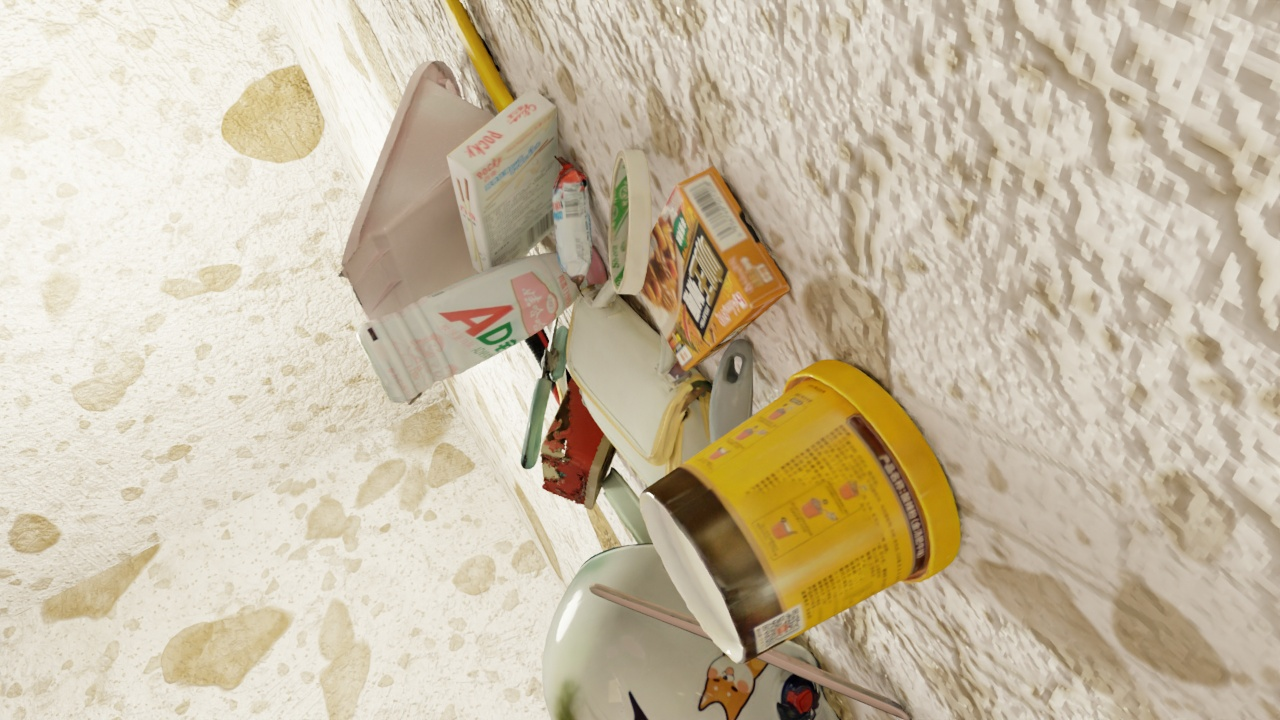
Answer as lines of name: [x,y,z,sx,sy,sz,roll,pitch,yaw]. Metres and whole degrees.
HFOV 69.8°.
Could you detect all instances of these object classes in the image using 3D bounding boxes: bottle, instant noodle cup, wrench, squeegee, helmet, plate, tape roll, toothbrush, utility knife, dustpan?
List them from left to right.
dustpan: [-0.202,-0.131,0.835,0.139,0.272,0.223,30,151,17]
utility knife: [-0.131,-0.251,0.735,0.209,0.015,0.033,62,166,-9]
bottle: [-0.121,-0.038,0.726,0.068,0.196,0.068,56,165,24]
wrench: [-0.103,0.017,1.065,0.016,0.056,0.273,-37,76,56]
toothbrush: [-0.087,0.059,1.022,0.016,0.018,0.191,-6,90,47]
tape roll: [-0.007,-0.083,0.551,0.086,0.014,0.086,180,91,-80]
helmet: [0.024,0.292,0.753,0.274,0.156,0.231,51,139,-2]
plate: [0.030,0.205,0.904,0.230,0.027,0.230,53,173,9]
squeegee: [0.056,0.104,0.584,0.248,0.040,0.250,14,121,29]
instant noodle cup: [0.071,0.077,0.447,0.118,0.114,0.119,55,163,24]

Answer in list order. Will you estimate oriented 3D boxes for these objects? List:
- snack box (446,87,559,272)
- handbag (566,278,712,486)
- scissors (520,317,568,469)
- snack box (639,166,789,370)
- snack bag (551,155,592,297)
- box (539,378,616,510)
snack box: [-0.100,-0.130,0.711,0.027,0.084,0.157,40,160,14]
handbag: [-0.004,0.004,0.690,0.163,0.063,0.179,45,154,44]
scissors: [-0.093,0.017,0.938,0.181,0.019,0.170,-73,-4,-67]
snack box: [0.034,-0.046,0.528,0.075,0.026,0.154,60,165,6]
snack bag: [-0.051,-0.100,0.682,0.048,0.026,0.104,-131,37,-75]
box: [-0.066,0.086,0.925,0.076,0.091,0.168,21,158,4]
